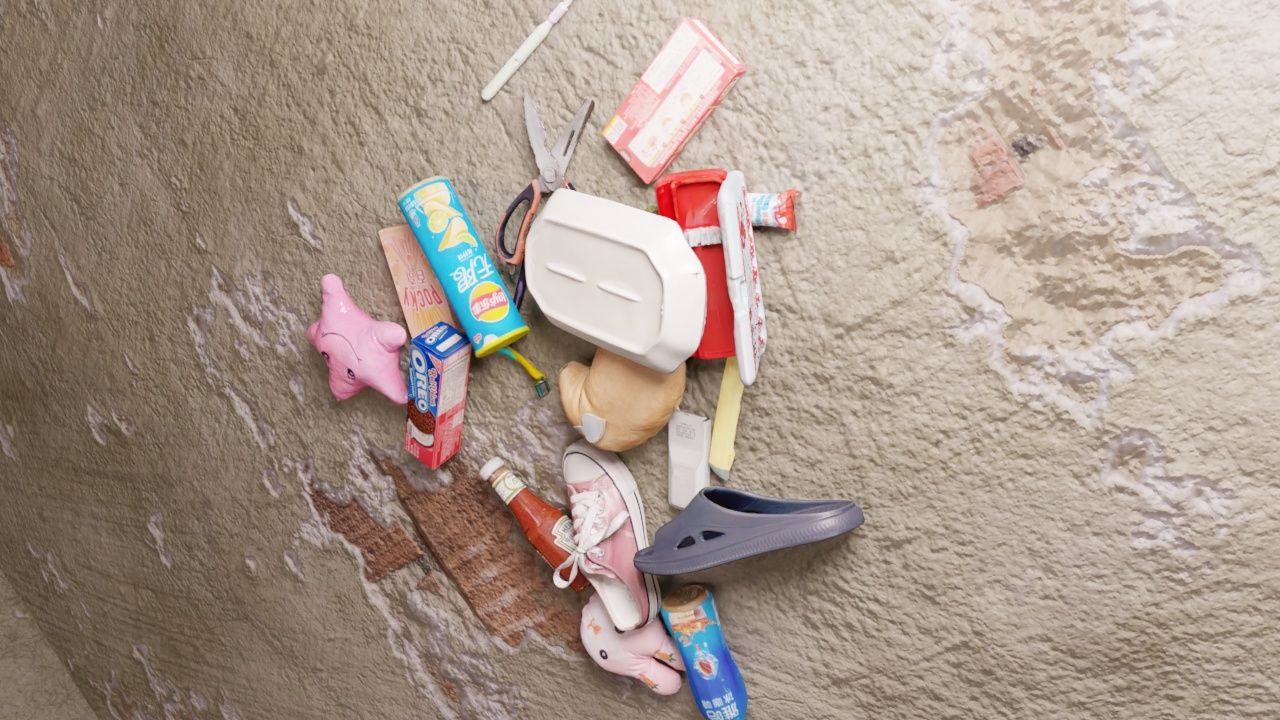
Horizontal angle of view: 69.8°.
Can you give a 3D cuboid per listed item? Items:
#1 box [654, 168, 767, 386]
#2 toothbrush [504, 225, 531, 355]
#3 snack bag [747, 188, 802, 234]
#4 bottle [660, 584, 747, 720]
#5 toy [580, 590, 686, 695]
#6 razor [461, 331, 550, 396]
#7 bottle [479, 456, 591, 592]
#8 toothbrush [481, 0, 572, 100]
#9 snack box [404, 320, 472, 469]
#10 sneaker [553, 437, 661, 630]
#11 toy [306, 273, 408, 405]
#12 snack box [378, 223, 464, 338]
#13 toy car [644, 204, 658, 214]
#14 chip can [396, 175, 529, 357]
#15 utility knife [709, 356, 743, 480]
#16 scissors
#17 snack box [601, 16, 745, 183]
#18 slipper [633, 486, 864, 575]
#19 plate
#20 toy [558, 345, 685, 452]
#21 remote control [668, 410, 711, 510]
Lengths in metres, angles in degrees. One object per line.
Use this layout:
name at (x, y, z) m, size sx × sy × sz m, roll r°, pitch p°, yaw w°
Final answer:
box at (0.066, -0.078, 0.892) m, size 0.095 × 0.100 × 0.201 m, roll -3°, pitch 117°, yaw 15°
toothbrush at (-0.145, -0.082, 1.109) m, size 0.014 × 0.016 × 0.189 m, roll 33°, pitch 127°, yaw 21°
snack bag at (0.112, -0.149, 0.905) m, size 0.105 × 0.026 × 0.045 m, roll 8°, pitch 121°, yaw 33°
bottle at (0.088, 0.381, 1.113) m, size 0.065 × 0.065 × 0.219 m, roll -12°, pitch 102°, yaw 36°
toy at (-0.006, 0.359, 1.174) m, size 0.159 × 0.054 × 0.121 m, roll 31°, pitch 116°, yaw 11°
razor at (-0.168, -0.003, 1.137) m, size 0.132 × 0.028 × 0.043 m, roll 32°, pitch 167°, yaw 13°
bottle at (-0.129, 0.208, 1.187) m, size 0.206 × 0.059 × 0.060 m, roll 45°, pitch 126°, yaw 10°
toothbrush at (-0.118, -0.342, 0.979) m, size 0.020 × 0.029 × 0.190 m, roll 27°, pitch 135°, yaw -29°
snack box at (-0.263, 0.047, 1.188) m, size 0.057 × 0.058 × 0.208 m, roll 33°, pitch 133°, yaw 18°
sneaker at (-0.048, 0.213, 1.102) m, size 0.119 × 0.087 × 0.241 m, roll -20°, pitch 85°, yaw 35°
toy at (-0.384, -0.005, 1.252) m, size 0.194 × 0.074 × 0.179 m, roll 37°, pitch 125°, yaw 14°
snack box at (-0.276, -0.099, 1.175) m, size 0.085 × 0.026 × 0.157 m, roll -5°, pitch 106°, yaw 34°
toy car at (0.003, -0.131, 0.977) m, size 0.091 × 0.035 × 0.042 m, roll -33°, pitch 91°, yaw 32°
chip can at (-0.212, -0.111, 1.093) m, size 0.071 × 0.071 × 0.210 m, roll -29°, pitch 89°, yaw 37°
utility knife at (0.098, 0.050, 1.001) m, size 0.031 × 0.019 × 0.179 m, roll 17°, pitch 119°, yaw 22°
scissors at (-0.101, -0.187, 1.021) m, size 0.189 × 0.015 × 0.225 m, roll -21°, pitch 99°, yaw 28°
snack box at (0.030, -0.256, 0.914) m, size 0.075 × 0.025 × 0.153 m, roll 48°, pitch 127°, yaw 6°
slipper at (0.109, 0.171, 1.000) m, size 0.269 × 0.110 × 0.083 m, roll -19°, pitch 83°, yaw 31°
plate at (-0.040, -0.082, 0.942) m, size 0.266 × 0.034 × 0.162 m, roll 25°, pitch 121°, yaw 41°
toy at (-0.006, 0.006, 1.011) m, size 0.143 × 0.082 × 0.227 m, roll 42°, pitch 124°, yaw 11°
remote control at (0.055, 0.118, 1.052) m, size 0.049 × 0.024 × 0.125 m, roll 12°, pitch 114°, yaw 28°
